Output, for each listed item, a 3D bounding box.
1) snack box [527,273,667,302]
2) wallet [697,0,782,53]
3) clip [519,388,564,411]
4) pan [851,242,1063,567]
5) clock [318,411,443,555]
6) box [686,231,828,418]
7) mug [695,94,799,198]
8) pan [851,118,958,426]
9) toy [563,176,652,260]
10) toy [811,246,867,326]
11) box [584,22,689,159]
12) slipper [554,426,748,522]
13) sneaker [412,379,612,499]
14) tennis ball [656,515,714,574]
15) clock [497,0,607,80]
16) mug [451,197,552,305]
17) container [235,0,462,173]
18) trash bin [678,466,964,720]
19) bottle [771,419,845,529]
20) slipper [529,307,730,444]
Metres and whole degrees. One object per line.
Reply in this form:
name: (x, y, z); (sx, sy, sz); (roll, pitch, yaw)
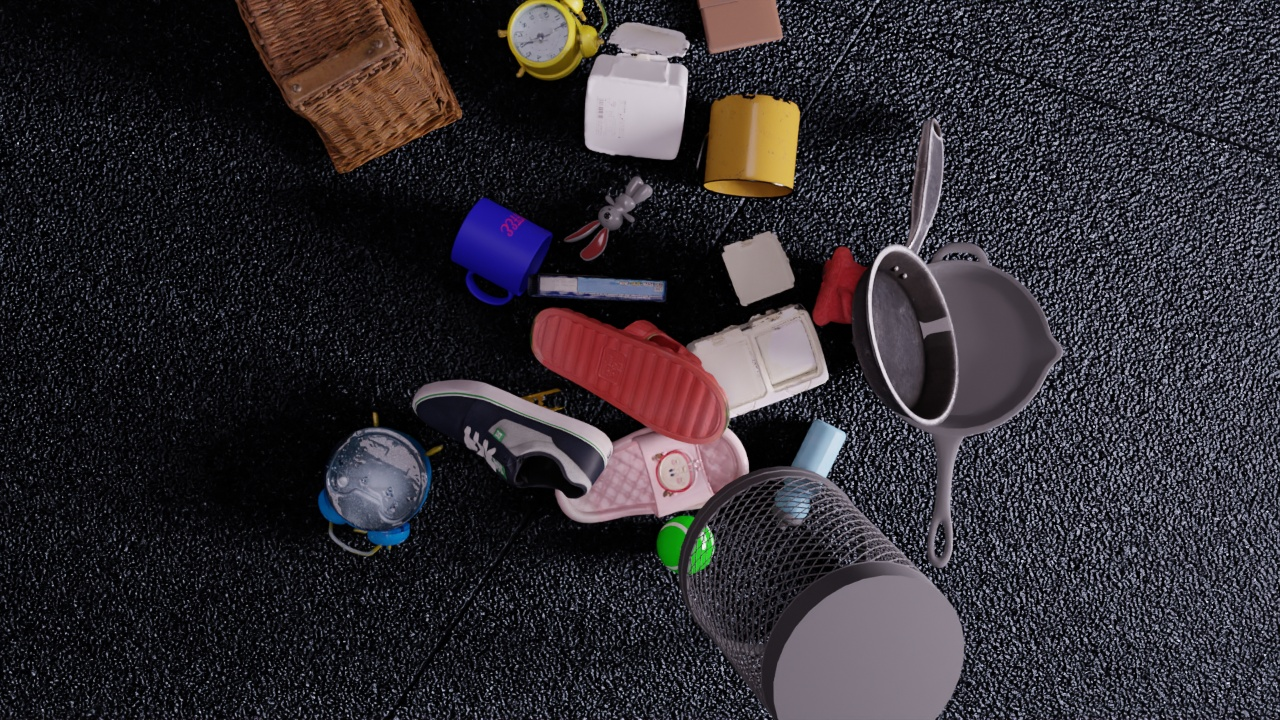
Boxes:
snack box: (-0.045, -0.080, 1.016); (0.150, 0.082, 0.027); (4, 94, 3)
wallet: (0.106, -0.412, 1.031); (0.087, 0.013, 0.121); (-12, 92, -2)
clip: (-0.118, 0.045, 1.045); (0.049, 0.054, 0.045); (33, 114, 24)
pan: (0.341, 0.048, 1.010); (0.217, 0.024, 0.354); (4, 85, 19)
clock: (-0.303, 0.147, 1.046); (0.117, 0.060, 0.161); (29, 94, -1)
box: (0.117, -0.030, 0.996); (0.143, 0.070, 0.186); (-22, 108, 3)
mug: (0.112, -0.233, 1.004); (0.124, 0.100, 0.094); (6, 91, 42)
pan: (0.288, -0.102, 0.970); (0.055, 0.187, 0.356); (-14, 58, 42)
toy: (-0.034, -0.162, 1.038); (0.111, 0.030, 0.049); (-45, 62, 1)
toy: (0.238, -0.070, 0.981); (0.094, 0.132, 0.088); (17, 104, 7)
box: (0.000, -0.311, 1.017); (0.109, 0.136, 0.121); (6, 135, 0)
slipper: (0.011, 0.127, 1.037); (0.221, 0.055, 0.107); (-13, 90, 4)
sneaker: (-0.154, 0.089, 1.002); (0.235, 0.084, 0.078); (16, 48, 14)
tennis ball: (0.051, 0.208, 1.034); (0.065, 0.065, 0.065); (0, 92, 2)
clock: (-0.093, -0.363, 1.016); (0.119, 0.057, 0.083); (-24, 91, 9)
mug: (-0.160, -0.114, 1.026); (0.083, 0.079, 0.111); (28, 121, 0)
container: (-0.324, -0.356, 0.960); (0.162, 0.183, 0.250); (-26, 92, 0)
trash bin: (0.175, 0.248, 0.920); (0.217, 0.227, 0.218); (-4, 105, -14)
bottle: (0.187, 0.132, 1.039); (0.040, 0.040, 0.130); (26, 93, 0)
slipper: (-0.006, 0.006, 1.022); (0.249, 0.059, 0.104); (27, 120, 16)
